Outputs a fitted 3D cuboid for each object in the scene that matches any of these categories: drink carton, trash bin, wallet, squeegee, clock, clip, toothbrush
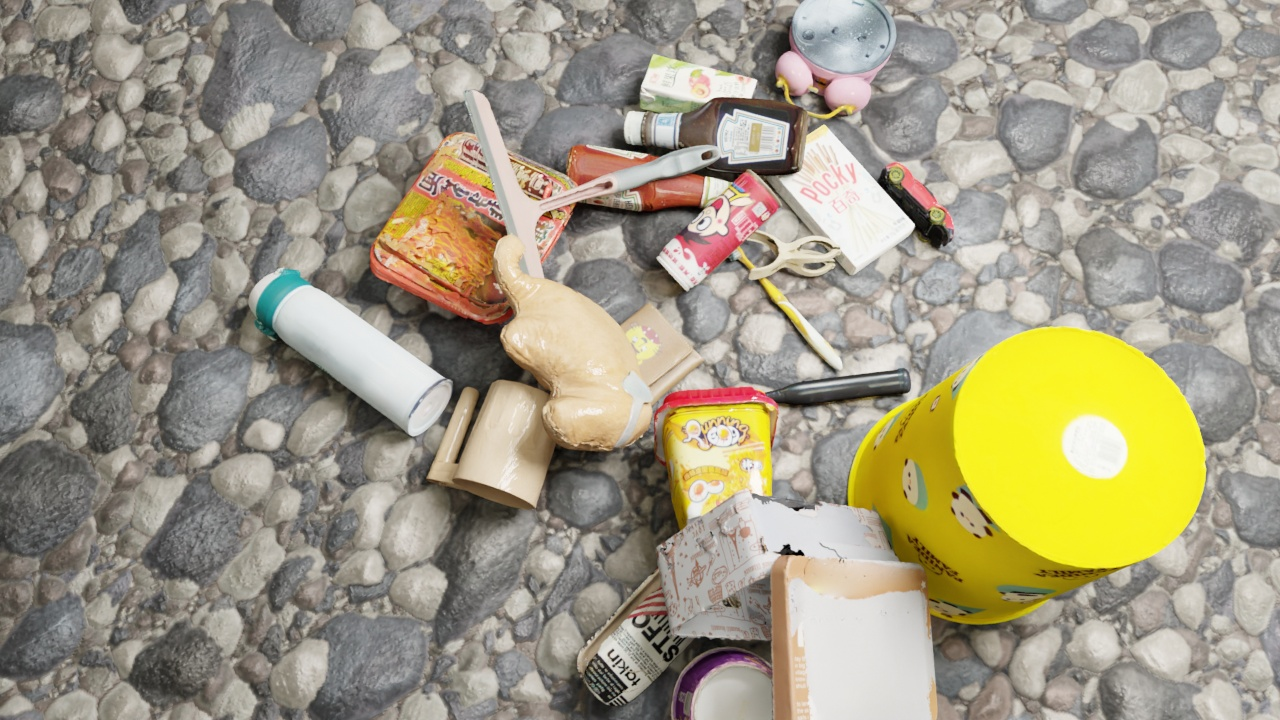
[{"bbox_3d":[0.064,-0.299,1.032,0.122,0.046,0.053,14,66,4],"label":"drink carton"},{"bbox_3d":[0.318,0.100,0.785,0.229,0.255,0.229,0,71,0],"label":"trash bin"},{"bbox_3d":[-0.006,0.005,0.939,0.115,0.033,0.090,-39,75,-15],"label":"wallet"},{"bbox_3d":[-0.030,-0.177,0.929,0.249,0.040,0.248,-22,108,-19],"label":"squeegee"},{"bbox_3d":[0.217,-0.341,1.039,0.117,0.060,0.158,24,72,7],"label":"clock"},{"bbox_3d":[0.161,-0.109,0.967,0.097,0.034,0.061,2,61,-5],"label":"clip"},{"bbox_3d":[0.166,0.032,0.930,0.212,0.026,0.027,-6,80,-1],"label":"toothbrush"},{"bbox_3d":[0.146,-0.060,0.965,0.018,0.016,0.191,-28,71,-36],"label":"toothbrush"}]

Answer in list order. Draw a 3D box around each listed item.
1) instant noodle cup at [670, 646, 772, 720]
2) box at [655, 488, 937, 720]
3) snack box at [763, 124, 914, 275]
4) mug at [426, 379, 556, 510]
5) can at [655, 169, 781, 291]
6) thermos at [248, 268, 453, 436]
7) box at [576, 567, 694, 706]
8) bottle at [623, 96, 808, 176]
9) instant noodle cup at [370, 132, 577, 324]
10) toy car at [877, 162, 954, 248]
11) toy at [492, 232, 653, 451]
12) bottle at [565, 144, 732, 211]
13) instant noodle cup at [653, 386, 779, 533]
[{"bbox_3d":[0.084,0.306,0.800,0.111,0.099,0.111,0,71,-1],"label":"instant noodle cup"},{"bbox_3d":[0.138,0.221,0.748,0.182,0.157,0.192,14,50,-34],"label":"box"},{"bbox_3d":[0.214,-0.176,1.000,0.084,0.027,0.156,-34,75,-10],"label":"snack box"},{"bbox_3d":[-0.141,0.080,0.896,0.125,0.084,0.103,7,68,31],"label":"mug"},{"bbox_3d":[0.080,-0.134,0.954,0.133,0.053,0.053,-43,75,6],"label":"can"},{"bbox_3d":[-0.299,-0.011,0.929,0.224,0.073,0.073,34,75,11],"label":"thermos"},{"bbox_3d":[0.011,0.246,0.855,0.163,0.081,0.075,-46,108,-15],"label":"box"},{"bbox_3d":[0.080,-0.244,0.990,0.195,0.044,0.080,8,101,14],"label":"bottle"},{"bbox_3d":[-0.169,-0.130,0.959,0.164,0.079,0.188,27,72,9],"label":"instant noodle cup"},{"bbox_3d":[0.297,-0.166,0.984,0.031,0.049,0.106,-35,73,-9],"label":"toy car"},{"bbox_3d":[-0.069,-0.016,0.864,0.083,0.143,0.226,-39,70,28],"label":"toy"},{"bbox_3d":[0.022,-0.188,0.990,0.206,0.060,0.059,9,71,-3],"label":"bottle"},{"bbox_3d":[0.073,0.103,0.849,0.116,0.116,0.123,-3,55,-1],"label":"instant noodle cup"}]
